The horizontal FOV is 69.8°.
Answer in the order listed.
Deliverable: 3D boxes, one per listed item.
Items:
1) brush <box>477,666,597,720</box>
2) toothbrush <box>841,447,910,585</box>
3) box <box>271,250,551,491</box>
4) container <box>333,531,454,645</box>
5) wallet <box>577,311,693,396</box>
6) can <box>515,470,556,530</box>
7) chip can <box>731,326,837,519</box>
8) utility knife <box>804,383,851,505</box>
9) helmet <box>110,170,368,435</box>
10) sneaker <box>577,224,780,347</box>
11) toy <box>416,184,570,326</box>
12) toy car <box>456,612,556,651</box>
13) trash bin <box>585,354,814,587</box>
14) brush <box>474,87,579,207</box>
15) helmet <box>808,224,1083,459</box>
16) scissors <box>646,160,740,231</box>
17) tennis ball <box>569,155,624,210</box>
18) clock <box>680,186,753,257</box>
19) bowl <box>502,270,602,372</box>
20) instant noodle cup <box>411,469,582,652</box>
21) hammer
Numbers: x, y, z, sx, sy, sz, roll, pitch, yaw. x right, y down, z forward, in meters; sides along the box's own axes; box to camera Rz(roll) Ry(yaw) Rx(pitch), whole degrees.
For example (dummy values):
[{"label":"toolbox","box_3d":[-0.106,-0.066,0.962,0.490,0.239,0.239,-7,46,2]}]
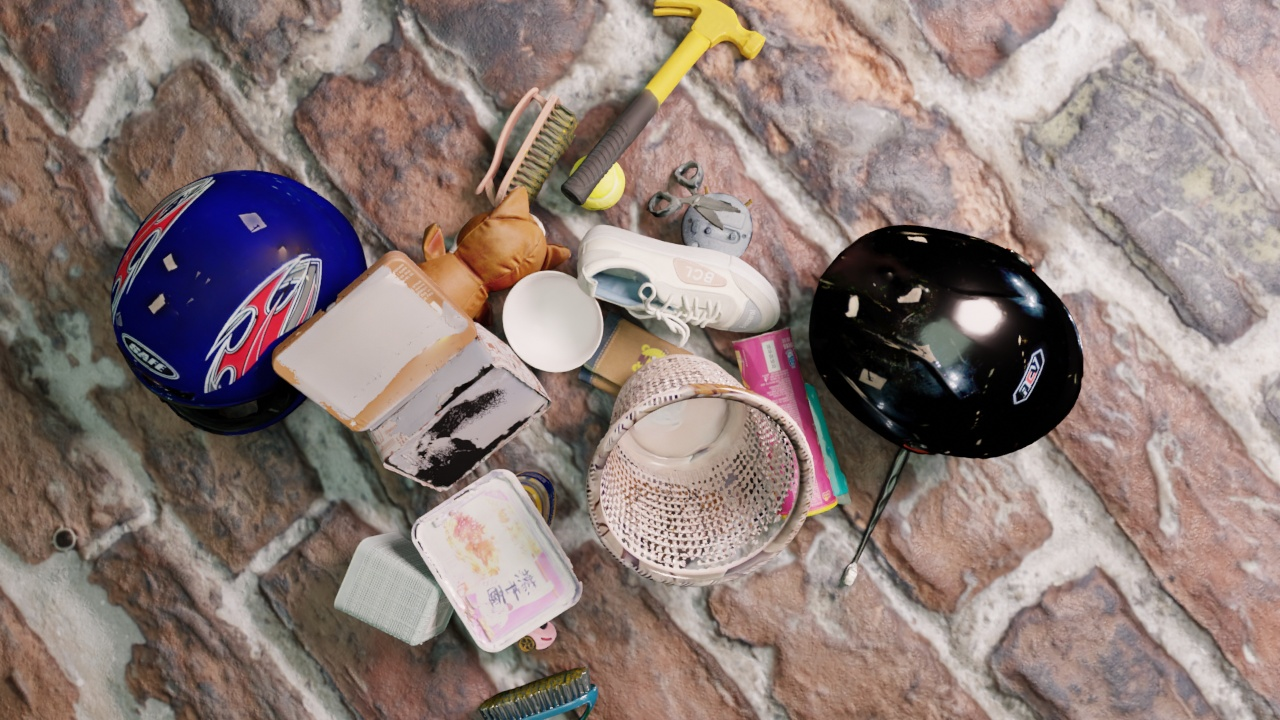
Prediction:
[{"label":"brush","box_3d":[-0.117,0.415,1.085,0.144,0.055,0.073,-20,89,4]},{"label":"toothbrush","box_3d":[0.277,0.181,1.074,0.015,0.018,0.181,24,91,6]},{"label":"box","box_3d":[-0.240,0.021,0.993,0.179,0.260,0.105,-39,57,3]},{"label":"container","box_3d":[-0.275,0.266,1.068,0.111,0.090,0.090,23,92,14]},{"label":"wallet","box_3d":[-0.006,0.006,1.084,0.115,0.033,0.090,27,92,0]},{"label":"can","box_3d":[-0.147,0.205,1.087,0.074,0.049,0.148,17,92,3]},{"label":"chip can","box_3d":[0.165,0.071,1.052,0.071,0.071,0.210,-15,89,4]},{"label":"utility knife","box_3d":[0.214,0.099,1.079,0.029,0.013,0.151,-16,87,1]},{"label":"helmet","box_3d":[-0.452,-0.057,1.013,0.247,0.240,0.315,35,94,5]},{"label":"sneaker","box_3d":[0.044,-0.072,1.014,0.242,0.090,0.090,17,134,-11]},{"label":"toy","box_3d":[-0.190,-0.111,1.057,0.200,0.140,0.130,-33,51,5]},{"label":"toy car","box_3d":[-0.157,0.305,1.087,0.122,0.056,0.037,22,96,4]},{"label":"trash bin","box_3d":[0.051,0.094,0.982,0.227,0.192,0.228,-2,112,-5]},{"label":"brush","box_3d":[-0.134,-0.242,1.074,0.073,0.063,0.146,31,95,-1]},{"label":"helmet","box_3d":[0.308,-0.021,0.962,0.275,0.230,0.233,28,93,42]},{"label":"scissors","box_3d":[0.065,-0.183,1.021,0.014,0.169,0.155,41,54,-30]},{"label":"tennis ball","box_3d":[-0.051,-0.207,1.066,0.065,0.065,0.065,0,91,4]},{"label":"clock","box_3d":[0.084,-0.137,1.063,0.082,0.055,0.122,17,93,3]},{"label":"bowl","box_3d":[-0.094,-0.052,1.066,0.118,0.064,0.118,4,108,12]},{"label":"instant noodle cup","box_3d":[-0.157,0.220,1.033,0.138,0.060,0.173,-33,90,4]},{"label":"hammer","box_3d":[0.010,-0.296,1.040,0.129,0.033,0.300,36,77,3]}]
